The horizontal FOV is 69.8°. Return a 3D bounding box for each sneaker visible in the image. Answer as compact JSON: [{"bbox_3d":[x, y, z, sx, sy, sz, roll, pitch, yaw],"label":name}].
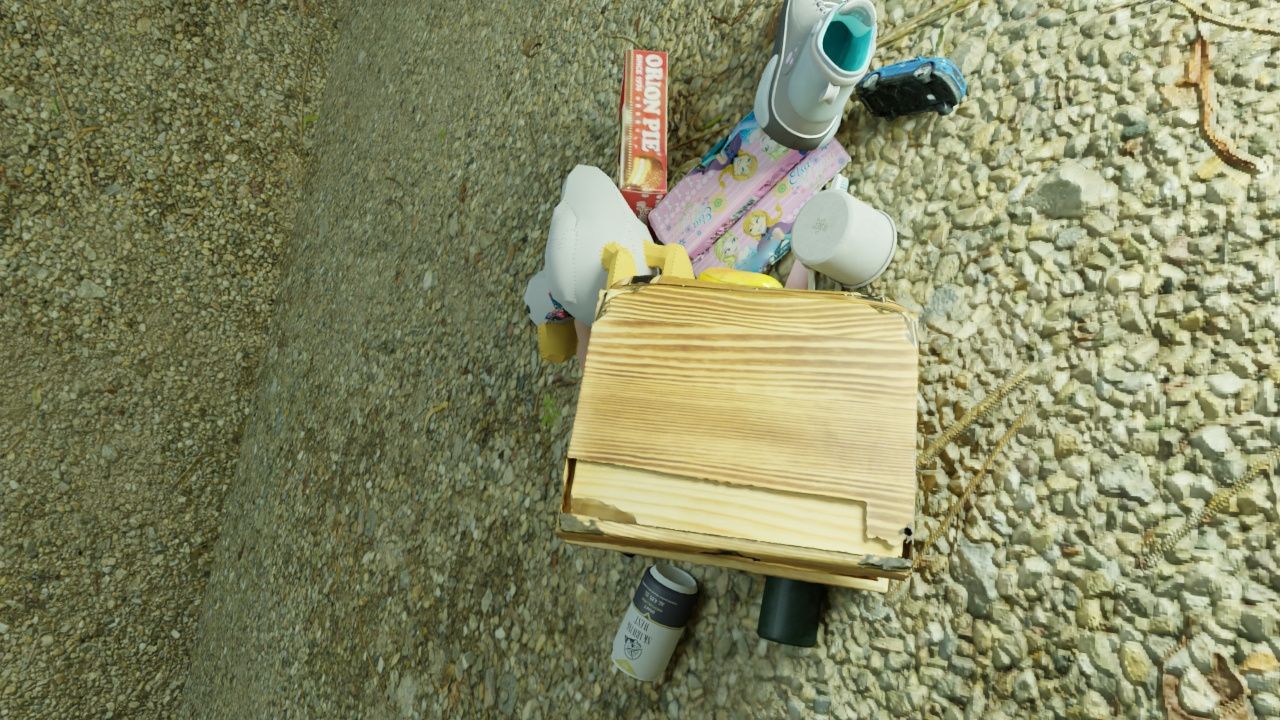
[{"bbox_3d":[0.200,-0.350,0.928,0.161,0.093,0.256,134,154,-72],"label":"sneaker"}]

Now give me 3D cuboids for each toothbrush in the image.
[{"bbox_3d":[0.173,-0.092,0.976,0.027,0.026,0.222,31,101,61],"label":"toothbrush"}]

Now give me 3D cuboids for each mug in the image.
[{"bbox_3d":[0.195,-0.109,0.919,0.113,0.070,0.084,-62,37,12],"label":"mug"}]

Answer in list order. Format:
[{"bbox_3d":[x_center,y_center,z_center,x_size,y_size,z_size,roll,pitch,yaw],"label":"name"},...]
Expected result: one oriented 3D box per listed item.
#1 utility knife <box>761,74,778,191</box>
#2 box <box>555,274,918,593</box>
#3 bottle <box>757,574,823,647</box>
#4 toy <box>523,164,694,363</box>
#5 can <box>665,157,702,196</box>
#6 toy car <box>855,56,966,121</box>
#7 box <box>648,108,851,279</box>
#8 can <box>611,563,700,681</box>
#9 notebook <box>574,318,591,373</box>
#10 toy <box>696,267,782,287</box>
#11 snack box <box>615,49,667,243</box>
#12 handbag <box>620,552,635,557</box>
[{"bbox_3d":[0.152,-0.274,1.091,0.022,0.015,0.168,110,161,-63],"label":"utility knife"},{"bbox_3d":[0.088,0.056,0.795,0.279,0.176,0.247,6,76,10],"label":"box"},{"bbox_3d":[0.151,0.180,0.873,0.055,0.055,0.174,-3,72,53],"label":"bottle"},{"bbox_3d":[-0.061,-0.110,1.109,0.268,0.140,0.247,9,106,53],"label":"toy"},{"bbox_3d":[0.072,-0.205,1.143,0.086,0.043,0.086,-25,57,46],"label":"can"},{"bbox_3d":[0.266,-0.271,0.902,0.043,0.056,0.120,-53,28,-11],"label":"toy car"},{"bbox_3d":[0.123,-0.183,1.040,0.231,0.035,0.159,-43,59,25],"label":"box"},{"bbox_3d":[0.014,0.290,1.002,0.064,0.064,0.127,35,105,53],"label":"can"},{"bbox_3d":[-0.079,-0.091,1.289,0.142,0.008,0.209,113,148,-41],"label":"notebook"},{"bbox_3d":[0.082,-0.009,0.984,0.134,0.087,0.194,-104,31,-74],"label":"toy"},{"bbox_3d":[0.000,-0.280,1.199,0.113,0.060,0.235,103,170,-62],"label":"snack box"},{"bbox_3d":[0.002,0.143,1.082,0.125,0.114,0.154,-123,52,-75],"label":"handbag"}]
